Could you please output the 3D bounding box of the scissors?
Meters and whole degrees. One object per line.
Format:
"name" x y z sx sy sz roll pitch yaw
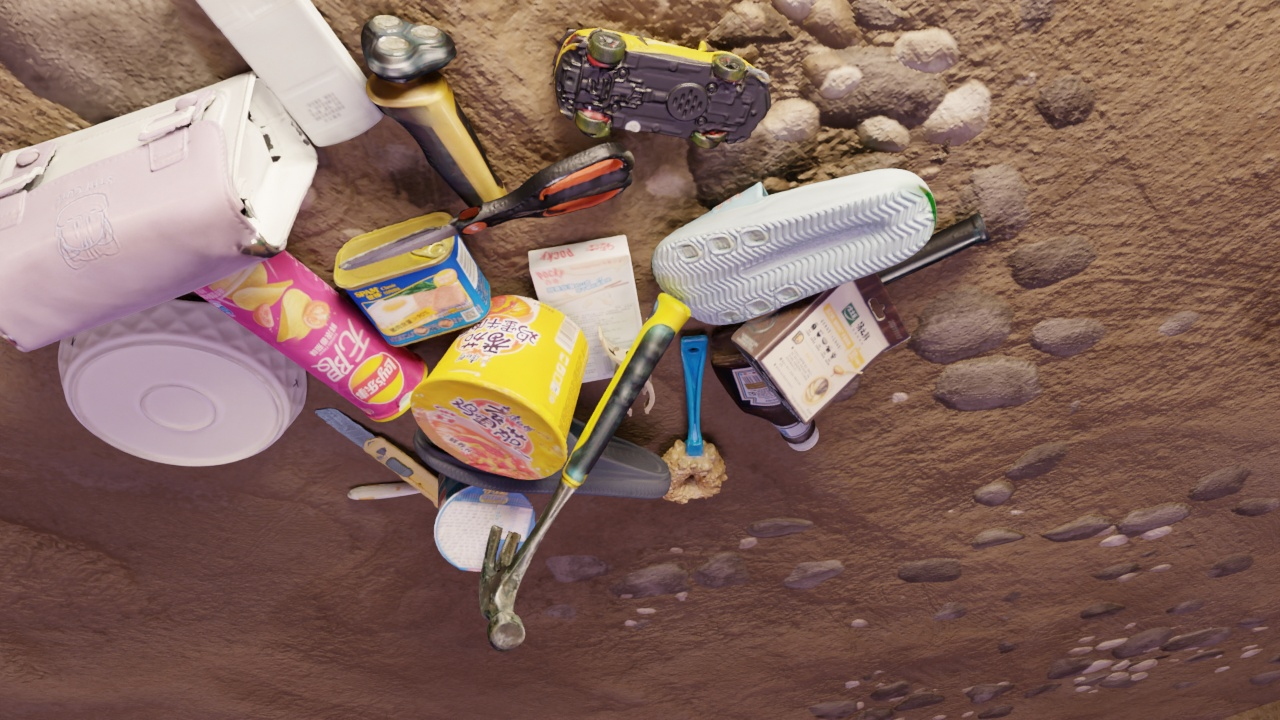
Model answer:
"scissors" -0.110 -0.102 0.691 0.235 0.021 0.141 -24 172 14

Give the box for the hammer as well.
"hammer" -0.053 0.086 0.793 0.032 0.126 0.323 27 99 -24

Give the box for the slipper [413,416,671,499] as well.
"slipper" -0.086 0.075 0.903 0.267 0.110 0.083 11 106 -23

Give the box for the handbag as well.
"handbag" -0.333 -0.102 0.611 0.197 0.144 0.098 -17 141 8

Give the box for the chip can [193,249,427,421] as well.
"chip can" -0.272 -0.030 0.757 0.071 0.071 0.210 -26 136 18

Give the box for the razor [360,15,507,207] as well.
"razor" -0.136 -0.166 0.647 0.067 0.062 0.167 -26 143 3

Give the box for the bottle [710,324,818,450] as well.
"bottle" 0.135 0.032 0.918 0.080 0.044 0.195 -11 144 24

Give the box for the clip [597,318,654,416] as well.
"clip" -0.010 0.006 0.834 0.071 0.034 0.100 -8 135 0

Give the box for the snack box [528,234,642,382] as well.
"snack box" -0.043 -0.040 0.820 0.085 0.026 0.157 -9 139 1

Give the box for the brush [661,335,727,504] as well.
"brush" 0.053 0.065 0.953 0.083 0.045 0.255 -3 135 -1

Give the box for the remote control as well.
"remote control" -0.231 -0.208 0.601 0.058 0.021 0.150 -20 137 12

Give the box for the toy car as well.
"toy car" 0.015 -0.191 0.649 0.155 0.041 0.071 6 137 -10

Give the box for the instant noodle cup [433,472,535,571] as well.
"instant noodle cup" -0.165 0.143 0.928 0.099 0.110 0.099 -7 113 -16

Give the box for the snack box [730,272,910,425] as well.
"snack box" 0.159 -0.020 0.807 0.125 0.053 0.113 -44 132 -2

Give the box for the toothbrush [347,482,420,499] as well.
"toothbrush" -0.220 0.138 0.998 0.191 0.016 0.018 -5 147 -5

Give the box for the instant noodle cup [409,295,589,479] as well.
"instant noodle cup" -0.112 0.019 0.788 0.138 0.109 0.138 13 143 10

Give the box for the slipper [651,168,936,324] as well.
"slipper" 0.115 -0.101 0.741 0.246 0.074 0.104 -15 135 33

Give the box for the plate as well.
"plate" -0.407 0.027 0.818 0.205 0.045 0.205 -5 139 -4

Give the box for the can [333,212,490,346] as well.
"can" -0.182 -0.064 0.747 0.102 0.057 0.083 -15 141 7

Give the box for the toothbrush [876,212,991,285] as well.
"toothbrush" 0.206 -0.075 0.827 0.213 0.026 0.027 -24 149 22

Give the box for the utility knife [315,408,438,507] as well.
"utility knife" -0.250 0.107 0.950 0.031 0.022 0.210 -36 121 11
